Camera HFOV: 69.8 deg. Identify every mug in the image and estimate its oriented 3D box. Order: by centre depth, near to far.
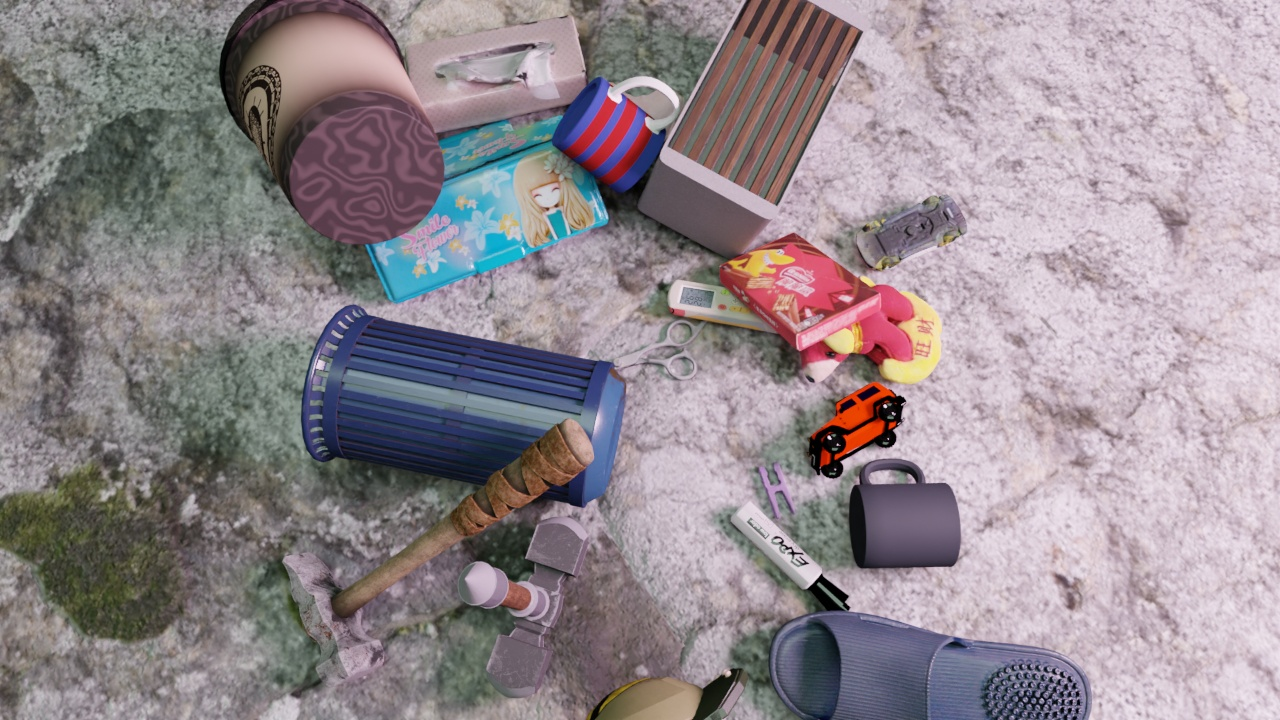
[{"bbox_3d":[0.224,0.129,0.796,0.077,0.071,0.104,-1,46,2],"label":"mug"},{"bbox_3d":[-0.018,-0.215,0.829,0.076,0.112,0.074,33,44,-23],"label":"mug"}]

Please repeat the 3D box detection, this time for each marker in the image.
[{"bbox_3d":[0.132,0.174,0.802,0.126,0.025,0.025,43,79,14],"label":"marker"}]

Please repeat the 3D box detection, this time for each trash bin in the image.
[{"bbox_3d":[-0.144,0.043,0.796,0.249,0.139,0.139,11,73,4],"label":"trash bin"},{"bbox_3d":[0.104,-0.232,0.871,0.114,0.115,0.228,28,75,-3],"label":"trash bin"}]

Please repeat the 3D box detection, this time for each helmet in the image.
[{"bbox_3d":[0.023,0.354,0.618,0.232,0.256,0.250,-33,73,-12],"label":"helmet"}]

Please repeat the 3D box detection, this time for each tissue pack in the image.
[{"bbox_3d":[-0.146,-0.295,0.933,0.181,0.071,0.103,-10,61,-4],"label":"tissue pack"}]

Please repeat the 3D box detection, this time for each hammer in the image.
[{"bbox_3d":[-0.091,0.168,0.655,0.043,0.322,0.155,17,74,7],"label":"hammer"},{"bbox_3d":[-0.166,0.144,0.743,0.319,0.048,0.121,-36,72,20],"label":"hammer"}]

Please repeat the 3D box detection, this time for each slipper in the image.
[{"bbox_3d":[0.236,0.266,0.733,0.263,0.082,0.101,6,86,2],"label":"slipper"}]

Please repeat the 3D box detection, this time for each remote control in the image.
[{"bbox_3d":[0.088,-0.052,0.873,0.125,0.018,0.038,10,50,6],"label":"remote control"}]

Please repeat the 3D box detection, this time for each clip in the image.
[{"bbox_3d":[0.119,0.117,0.827,0.037,0.013,0.053,-1,70,1],"label":"clip"}]

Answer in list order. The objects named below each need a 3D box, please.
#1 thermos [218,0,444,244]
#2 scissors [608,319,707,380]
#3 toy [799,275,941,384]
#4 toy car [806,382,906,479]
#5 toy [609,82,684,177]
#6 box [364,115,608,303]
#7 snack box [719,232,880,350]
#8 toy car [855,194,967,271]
[{"bbox_3d":[-0.274,-0.218,0.827,0.172,0.173,0.226,-30,49,-7],"label":"thermos"},{"bbox_3d":[-0.010,-0.009,0.871,0.171,0.014,0.090,2,71,1],"label":"scissors"},{"bbox_3d":[0.212,-0.028,0.845,0.137,0.067,0.105,-4,73,-7],"label":"toy"},{"bbox_3d":[0.190,0.060,0.820,0.100,0.051,0.048,-27,53,-13],"label":"toy car"},{"bbox_3d":[-0.008,-0.228,0.919,0.099,0.052,0.096,12,95,26],"label":"toy"},{"bbox_3d":[-0.164,-0.168,0.896,0.227,0.083,0.172,-21,73,-4],"label":"box"},{"bbox_3d":[0.143,-0.066,0.840,0.089,0.021,0.133,-26,41,-14],"label":"snack box"},{"bbox_3d":[0.260,-0.121,0.886,0.105,0.033,0.048,-23,75,0],"label":"toy car"}]
